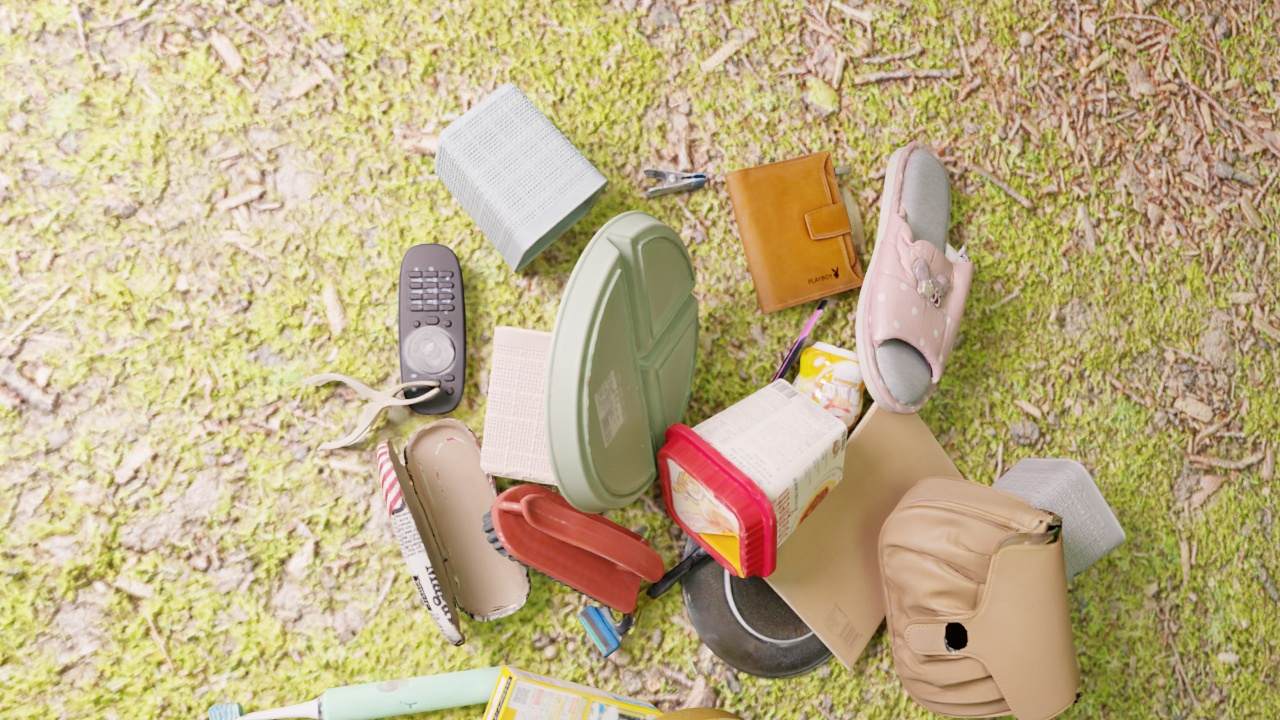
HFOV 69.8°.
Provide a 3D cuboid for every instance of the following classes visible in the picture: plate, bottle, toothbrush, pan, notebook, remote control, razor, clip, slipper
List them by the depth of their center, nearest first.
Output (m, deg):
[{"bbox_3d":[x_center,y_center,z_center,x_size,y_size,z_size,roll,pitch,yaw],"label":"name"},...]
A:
[{"bbox_3d":[-0.021,0.349,0.667,0.357,0.078,0.197,19,86,-26],"label":"pan"},{"bbox_3d":[-0.004,0.004,0.688,0.027,0.230,0.230,9,79,24],"label":"plate"},{"bbox_3d":[-0.203,0.255,0.689,0.224,0.026,0.027,-2,105,-16],"label":"toothbrush"},{"bbox_3d":[-0.210,0.042,0.699,0.099,0.035,0.098,16,85,-5],"label":"clip"},{"bbox_3d":[-0.166,-0.025,0.731,0.053,0.024,0.136,-1,87,-12],"label":"remote control"},{"bbox_3d":[0.017,0.186,0.759,0.142,0.022,0.042,-36,68,-10],"label":"razor"},{"bbox_3d":[0.122,0.185,0.795,0.179,0.024,0.179,2,84,-16],"label":"plate"},{"bbox_3d":[0.160,0.041,0.802,0.063,0.063,0.108,15,94,-15],"label":"bottle"},{"bbox_3d":[0.202,0.145,0.803,0.211,0.012,0.149,-50,117,-19],"label":"notebook"},{"bbox_3d":[0.031,-0.155,0.805,0.057,0.024,0.028,-4,81,-13],"label":"clip"},{"bbox_3d":[0.120,0.025,0.812,0.018,0.014,0.189,37,78,-20],"label":"toothbrush"},{"bbox_3d":[0.250,-0.080,0.814,0.114,0.055,0.273,31,62,-31],"label":"slipper"}]

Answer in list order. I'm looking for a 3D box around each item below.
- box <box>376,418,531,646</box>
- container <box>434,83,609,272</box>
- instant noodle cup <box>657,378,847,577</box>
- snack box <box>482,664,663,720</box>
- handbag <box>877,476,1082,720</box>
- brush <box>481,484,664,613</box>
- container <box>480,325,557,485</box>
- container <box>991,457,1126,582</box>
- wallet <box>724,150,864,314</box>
[{"bbox_3d":[-0.143,0.129,0.690,0.075,0.085,0.162,-18,93,8],"label":"box"},{"bbox_3d":[-0.100,-0.146,0.732,0.089,0.090,0.111,-43,94,-17],"label":"container"},{"bbox_3d":[0.093,0.088,0.729,0.124,0.116,0.116,-34,51,-22],"label":"instant noodle cup"},{"bbox_3d":[-0.057,0.296,0.709,0.140,0.034,0.087,23,81,-23],"label":"snack box"},{"bbox_3d":[0.275,0.204,0.757,0.099,0.148,0.204,-33,114,-53],"label":"handbag"},{"bbox_3d":[-0.051,0.139,0.700,0.145,0.069,0.063,34,55,-29],"label":"brush"},{"bbox_3d":[-0.072,0.038,0.712,0.090,0.090,0.111,9,84,5],"label":"container"},{"bbox_3d":[0.352,0.157,0.835,0.114,0.090,0.090,-33,93,-14],"label":"container"},{"bbox_3d":[0.145,-0.119,0.833,0.119,0.035,0.130,-17,92,-15],"label":"wallet"}]
